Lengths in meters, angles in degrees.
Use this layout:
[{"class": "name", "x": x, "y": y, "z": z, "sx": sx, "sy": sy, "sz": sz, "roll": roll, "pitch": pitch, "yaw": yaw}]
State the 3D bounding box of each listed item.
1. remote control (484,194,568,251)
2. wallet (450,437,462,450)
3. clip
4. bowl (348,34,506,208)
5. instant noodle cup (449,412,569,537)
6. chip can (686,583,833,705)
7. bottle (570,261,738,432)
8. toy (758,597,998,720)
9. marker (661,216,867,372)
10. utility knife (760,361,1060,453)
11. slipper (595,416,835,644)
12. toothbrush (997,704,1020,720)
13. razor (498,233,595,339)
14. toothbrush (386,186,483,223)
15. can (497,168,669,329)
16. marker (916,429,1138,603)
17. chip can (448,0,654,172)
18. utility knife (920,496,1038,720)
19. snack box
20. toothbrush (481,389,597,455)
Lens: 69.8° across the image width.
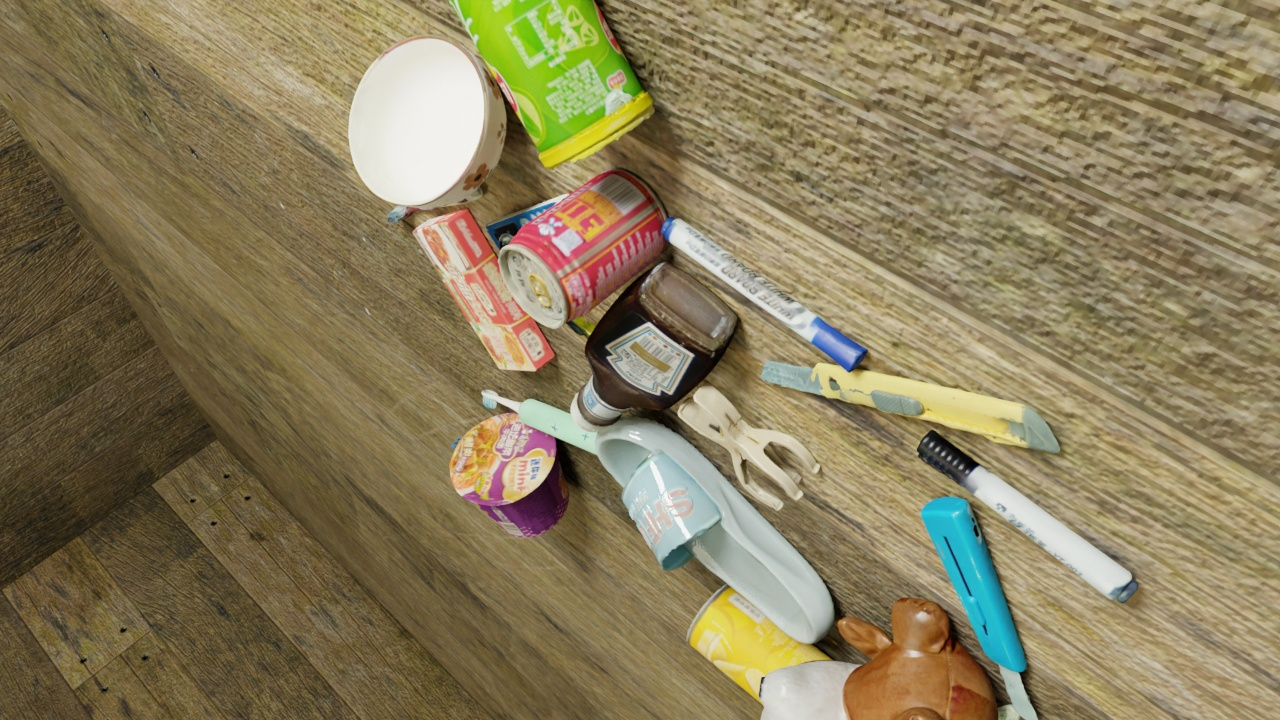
[{"class": "remote control", "x": -0.073, "y": -0.091, "z": 0.680, "sx": 0.125, "sy": 0.024, "sz": 0.049, "roll": -3, "pitch": 123, "yaw": 55}, {"class": "wallet", "x": -0.161, "y": 0.131, "z": 1.074, "sx": 0.133, "sy": 0.040, "sz": 0.106, "roll": -4, "pitch": 126, "yaw": 56}, {"class": "clip", "x": 0.078, "y": 0.054, "z": 0.622, "sx": 0.104, "sy": 0.034, "sz": 0.081, "roll": 49, "pitch": 151, "yaw": -12}, {"class": "bowl", "x": -0.135, "y": -0.156, "z": 0.628, "sx": 0.113, "sy": 0.113, "sz": 0.062, "roll": 36, "pitch": -167, "yaw": 23}, {"class": "instant noodle cup", "x": -0.126, "y": 0.124, "z": 0.952, "sx": 0.111, "sy": 0.111, "sz": 0.099, "roll": 29, "pitch": 156, "yaw": 33}, {"class": "chip can", "x": 0.141, "y": 0.281, "z": 0.785, "sx": 0.213, "sy": 0.071, "sz": 0.072, "roll": 34, "pitch": 149, "yaw": 27}, {"class": "bottle", "x": -0.004, "y": 0.004, "z": 0.655, "sx": 0.080, "sy": 0.043, "sz": 0.195, "roll": 37, "pitch": 147, "yaw": -4}, {"class": "toy", "x": 0.149, "y": 0.256, "z": 0.658, "sx": 0.130, "sy": 0.139, "sz": 0.200, "roll": 31, "pitch": 139, "yaw": -11}, {"class": "marker", "x": 0.070, "y": -0.042, "z": 0.544, "sx": 0.146, "sy": 0.016, "sz": 0.017, "roll": 38, "pitch": 151, "yaw": 20}, {"class": "utility knife", "x": 0.142, "y": 0.020, "z": 0.525, "sx": 0.195, "sy": 0.020, "sz": 0.031, "roll": 18, "pitch": 134, "yaw": 51}, {"class": "slipper", "x": 0.050, "y": 0.146, "z": 0.748, "sx": 0.245, "sy": 0.074, "sz": 0.104, "roll": 42, "pitch": 153, "yaw": 10}, {"class": "toothbrush", "x": 0.198, "y": 0.289, "z": 0.686, "sx": 0.020, "sy": 0.029, "sz": 0.190, "roll": 31, "pitch": 131, "yaw": -29}, {"class": "razor", "x": -0.055, "y": -0.041, "z": 0.686, "sx": 0.142, "sy": 0.022, "sz": 0.043, "roll": 44, "pitch": 153, "yaw": -23}, {"class": "toothbrush", "x": -0.181, "y": -0.134, "z": 0.790, "sx": 0.188, "sy": 0.017, "sz": 0.016, "roll": 3, "pitch": 129, "yaw": 55}, {"class": "can", "x": -0.036, "y": -0.070, "z": 0.578, "sx": 0.066, "sy": 0.093, "sz": 0.067, "roll": 35, "pitch": 149, "yaw": 25}, {"class": "marker", "x": 0.208, "y": 0.084, "z": 0.501, "sx": 0.131, "sy": 0.018, "sz": 0.023, "roll": 39, "pitch": 160, "yaw": 19}, {"class": "chip can", "x": -0.076, "y": -0.212, "z": 0.482, "sx": 0.073, "sy": 0.072, "sz": 0.221, "roll": -3, "pitch": 123, "yaw": 56}, {"class": "utility knife", "x": 0.223, "y": 0.166, "z": 0.583, "sx": 0.034, "sy": 0.018, "sz": 0.207, "roll": 6, "pitch": 132, "yaw": 52}, {"class": "snack box", "x": -0.139, "y": -0.059, "z": 0.814, "sx": 0.075, "sy": 0.025, "sz": 0.153, "roll": 3, "pitch": 127, "yaw": 55}, {"class": "toothbrush", "x": -0.091, "y": 0.057, "z": 0.888, "sx": 0.225, "sy": 0.026, "sz": 0.027, "roll": 17, "pitch": 109, "yaw": 46}]
